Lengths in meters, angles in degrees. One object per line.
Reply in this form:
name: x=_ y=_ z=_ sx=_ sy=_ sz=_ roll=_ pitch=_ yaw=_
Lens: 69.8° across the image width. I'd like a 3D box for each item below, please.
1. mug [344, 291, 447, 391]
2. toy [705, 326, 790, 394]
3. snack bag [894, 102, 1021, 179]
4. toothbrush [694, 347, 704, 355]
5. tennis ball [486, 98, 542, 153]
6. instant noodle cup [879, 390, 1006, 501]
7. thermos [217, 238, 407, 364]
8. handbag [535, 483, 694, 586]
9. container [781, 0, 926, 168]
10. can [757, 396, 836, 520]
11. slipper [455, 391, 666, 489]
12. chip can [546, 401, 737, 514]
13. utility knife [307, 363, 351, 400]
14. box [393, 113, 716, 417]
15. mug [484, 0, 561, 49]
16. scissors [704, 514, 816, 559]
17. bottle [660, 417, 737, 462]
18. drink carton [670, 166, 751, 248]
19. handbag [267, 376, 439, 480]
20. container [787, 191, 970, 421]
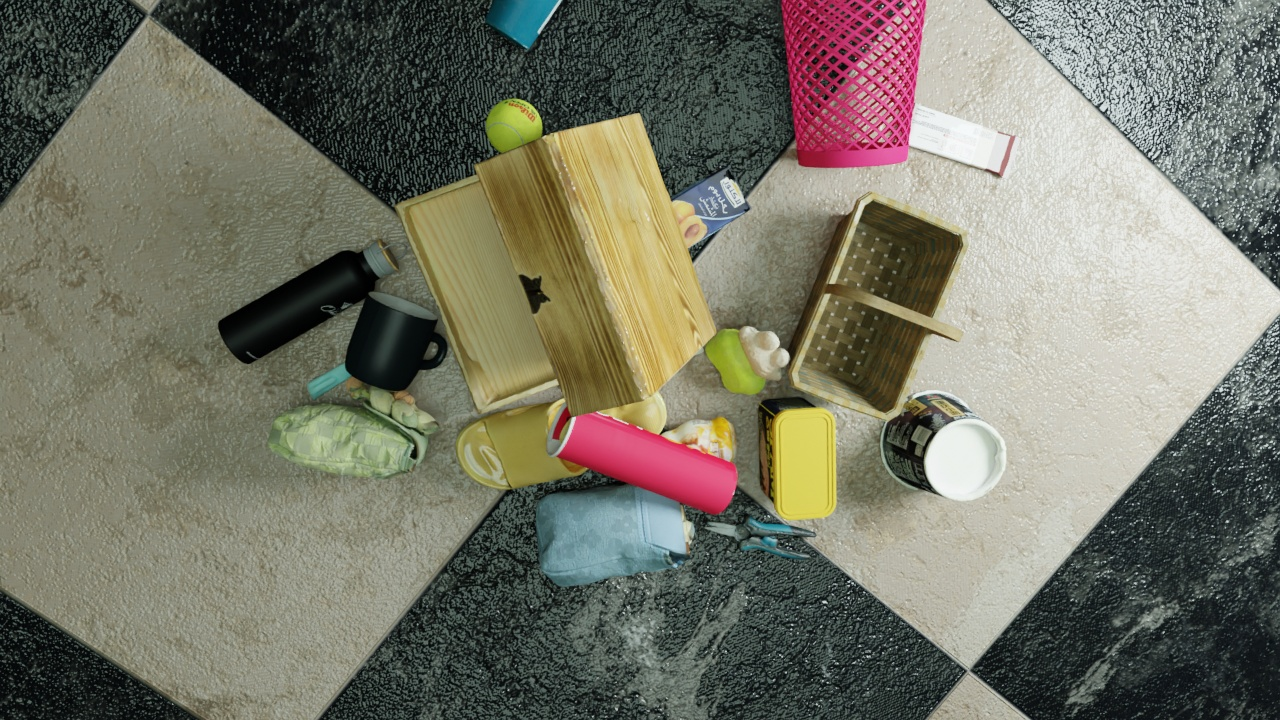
mug: x=-0.282 y=-0.018 z=1.087 sx=0.121 sy=0.085 sz=0.094 roll=14 pitch=102 yaw=-47
toy: x=0.134 y=-0.002 z=1.131 sx=0.046 sy=0.115 sz=0.092 roll=-37 pitch=101 yaw=-39
snack bag: x=0.400 y=-0.277 z=1.157 sx=0.158 sy=0.013 sz=0.057 roll=14 pitch=95 yaw=-8
toothbrush: x=-0.007 y=0.007 z=1.157 sx=0.181 sy=0.015 sz=0.018 roll=-17 pitch=106 yaw=-4
tennis ball: x=-0.148 y=-0.272 z=1.073 sx=0.065 sy=0.065 sz=0.065 roll=-1 pitch=99 yaw=-6
instant noodle cup: x=0.390 y=0.115 z=1.167 sx=0.137 sy=0.112 sz=0.137 roll=-1 pitch=99 yaw=-5
thermos: x=-0.378 y=-0.079 z=1.081 sx=0.231 sy=0.061 sz=0.061 roll=-30 pitch=101 yaw=-1
handbag: x=-0.030 y=0.218 z=1.143 sx=0.192 sy=0.119 sz=0.121 roll=-14 pitch=60 yaw=5
container: x=0.245 y=-0.343 z=1.059 sx=0.183 sy=0.183 sz=0.226 roll=-5 pitch=107 yaw=-5
can: x=0.192 y=0.118 z=1.150 sx=0.075 sy=0.104 sz=0.135 roll=-3 pitch=99 yaw=-6
slipper: x=-0.094 y=0.096 z=1.114 sx=0.263 sy=0.078 sz=0.099 roll=-17 pitch=103 yaw=-1
chip can: x=0.004 y=0.115 z=1.075 sx=0.220 sy=0.069 sz=0.069 roll=23 pitch=96 yaw=-20
utility knife: x=-0.328 y=-0.005 z=1.121 sx=0.179 sy=0.015 sz=0.022 roll=-30 pitch=113 yaw=0
box: x=-0.114 y=-0.097 z=1.061 sx=0.316 sy=0.281 sz=0.279 roll=-16 pitch=102 yaw=29
mug: x=-0.123 y=-0.425 z=1.050 sx=0.078 sy=0.078 sz=0.121 roll=30 pitch=100 yaw=-10
scissors: x=0.161 y=0.238 z=1.209 sx=0.128 sy=0.019 sz=0.140 roll=-34 pitch=99 yaw=1
bottle: x=0.065 y=0.107 z=1.156 sx=0.108 sy=0.063 sz=0.063 roll=-7 pitch=99 yaw=-3
drink carton: x=0.065 y=-0.179 z=1.123 sx=0.130 sy=0.040 sz=0.064 roll=-31 pitch=101 yaw=-1
handbag: x=-0.334 y=0.076 z=1.087 sx=0.186 sy=0.113 sz=0.117 roll=13 pitch=90 yaw=-7
container: x=0.284 y=-0.061 z=1.090 sx=0.157 sy=0.186 sz=0.250 roll=20 pitch=96 yaw=-9
